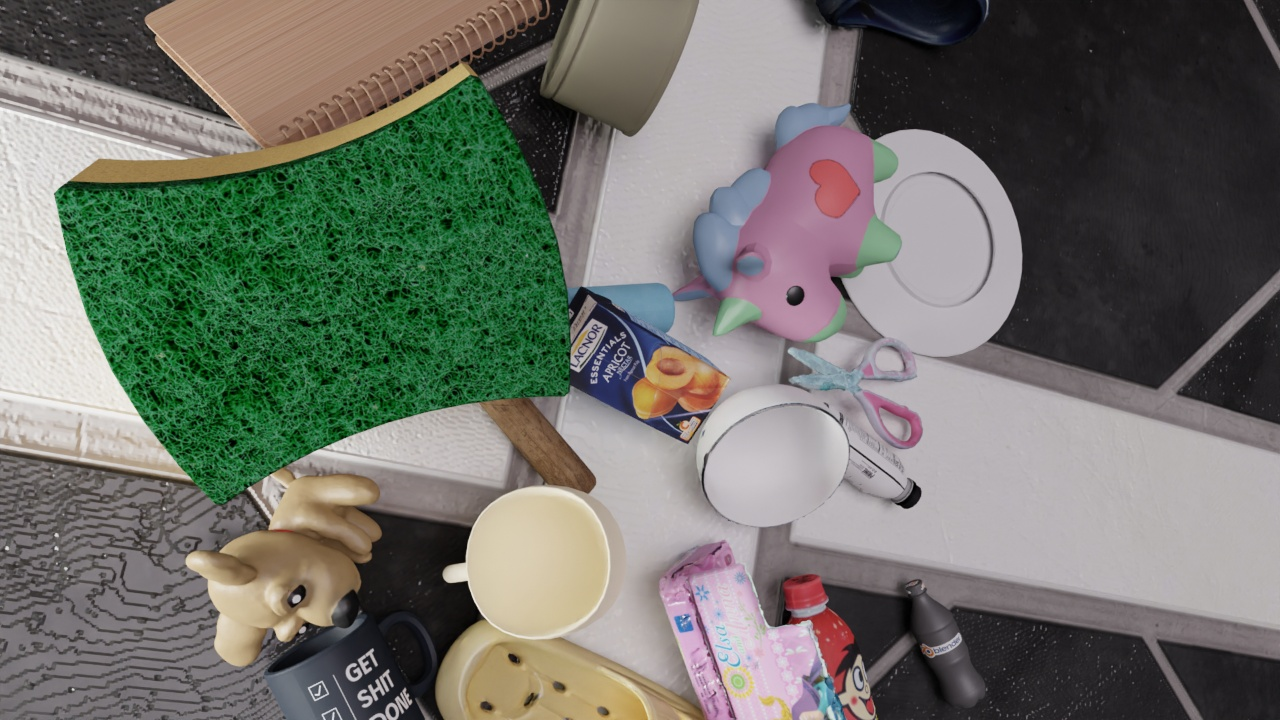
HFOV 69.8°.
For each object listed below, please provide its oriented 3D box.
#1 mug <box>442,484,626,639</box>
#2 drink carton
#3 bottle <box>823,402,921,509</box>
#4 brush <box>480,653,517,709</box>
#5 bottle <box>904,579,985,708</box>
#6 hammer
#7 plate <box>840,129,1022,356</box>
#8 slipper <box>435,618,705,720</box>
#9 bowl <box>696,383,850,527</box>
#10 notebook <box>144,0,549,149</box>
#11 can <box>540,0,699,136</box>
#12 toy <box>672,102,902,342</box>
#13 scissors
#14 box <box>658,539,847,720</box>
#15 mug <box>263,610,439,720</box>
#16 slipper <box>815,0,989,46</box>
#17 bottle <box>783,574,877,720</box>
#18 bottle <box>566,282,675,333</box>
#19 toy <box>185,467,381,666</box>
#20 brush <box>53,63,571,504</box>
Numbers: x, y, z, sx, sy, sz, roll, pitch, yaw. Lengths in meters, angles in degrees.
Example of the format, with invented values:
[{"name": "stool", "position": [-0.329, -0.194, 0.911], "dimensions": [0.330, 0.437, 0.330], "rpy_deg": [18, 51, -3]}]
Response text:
[{"name": "mug", "position": [-0.069, 0.136, 0.618], "dimensions": [0.120, 0.100, 0.096], "rpy_deg": [-9, 78, 6]}, {"name": "drink carton", "position": [-0.004, 0.004, 0.663], "dimensions": [0.130, 0.040, 0.064], "rpy_deg": [29, 98, -30]}, {"name": "bottle", "position": [0.182, 0.082, 0.752], "dimensions": [0.116, 0.041, 0.041], "rpy_deg": [36, 72, -14]}, {"name": "brush", "position": [-0.108, 0.276, 0.630], "dimensions": [0.039, 0.012, 0.151], "rpy_deg": [6, 82, -22]}, {"name": "bottle", "position": [0.249, 0.233, 0.761], "dimensions": [0.036, 0.036, 0.110], "rpy_deg": [-27, 94, -22]}, {"name": "hammer", "position": [-0.137, -0.025, 0.633], "dimensions": [0.129, 0.040, 0.322], "rpy_deg": [-39, 104, -2]}, {"name": "plate", "position": [0.264, -0.108, 0.821], "dimensions": [0.208, 0.015, 0.208], "rpy_deg": [3, 82, -21]}, {"name": "slipper", "position": [-0.018, 0.263, 0.625], "dimensions": [0.261, 0.079, 0.111], "rpy_deg": [38, 64, -17]}, {"name": "bowl", "position": [0.094, 0.064, 0.696], "dimensions": [0.113, 0.063, 0.114], "rpy_deg": [-6, 121, -10]}, {"name": "notebook", "position": [-0.191, -0.228, 0.610], "dimensions": [0.210, 0.022, 0.169], "rpy_deg": [-39, 66, -21]}, {"name": "can", "position": [-0.017, -0.237, 0.668], "dimensions": [0.073, 0.128, 0.127], "rpy_deg": [19, 77, -16]}, {"name": "toy", "position": [0.119, -0.115, 0.721], "dimensions": [0.171, 0.120, 0.222], "rpy_deg": [10, 75, -24]}, {"name": "scissors", "position": [0.174, 0.004, 0.745], "dimensions": [0.179, 0.016, 0.105], "rpy_deg": [24, 64, -33]}, {"name": "box", "position": [0.104, 0.242, 0.654], "dimensions": [0.086, 0.106, 0.230], "rpy_deg": [-20, 91, -64]}, {"name": "mug", "position": [-0.175, 0.206, 0.588], "dimensions": [0.104, 0.071, 0.077], "rpy_deg": [-29, 95, -49]}, {"name": "slipper", "position": [0.192, -0.332, 0.771], "dimensions": [0.252, 0.105, 0.095], "rpy_deg": [19, 69, -21]}, {"name": "bottle", "position": [0.141, 0.235, 0.706], "dimensions": [0.061, 0.062, 0.137], "rpy_deg": [-14, 90, -22]}, {"name": "bottle", "position": [-0.040, -0.034, 0.680], "dimensions": [0.130, 0.040, 0.040], "rpy_deg": [-5, 85, -21]}, {"name": "toy", "position": [-0.214, 0.121, 0.570], "dimensions": [0.106, 0.134, 0.108], "rpy_deg": [20, 47, 4]}, {"name": "brush", "position": [-0.175, -0.046, 0.541], "dimensions": [0.250, 0.075, 0.195], "rpy_deg": [-17, 117, -8]}]
